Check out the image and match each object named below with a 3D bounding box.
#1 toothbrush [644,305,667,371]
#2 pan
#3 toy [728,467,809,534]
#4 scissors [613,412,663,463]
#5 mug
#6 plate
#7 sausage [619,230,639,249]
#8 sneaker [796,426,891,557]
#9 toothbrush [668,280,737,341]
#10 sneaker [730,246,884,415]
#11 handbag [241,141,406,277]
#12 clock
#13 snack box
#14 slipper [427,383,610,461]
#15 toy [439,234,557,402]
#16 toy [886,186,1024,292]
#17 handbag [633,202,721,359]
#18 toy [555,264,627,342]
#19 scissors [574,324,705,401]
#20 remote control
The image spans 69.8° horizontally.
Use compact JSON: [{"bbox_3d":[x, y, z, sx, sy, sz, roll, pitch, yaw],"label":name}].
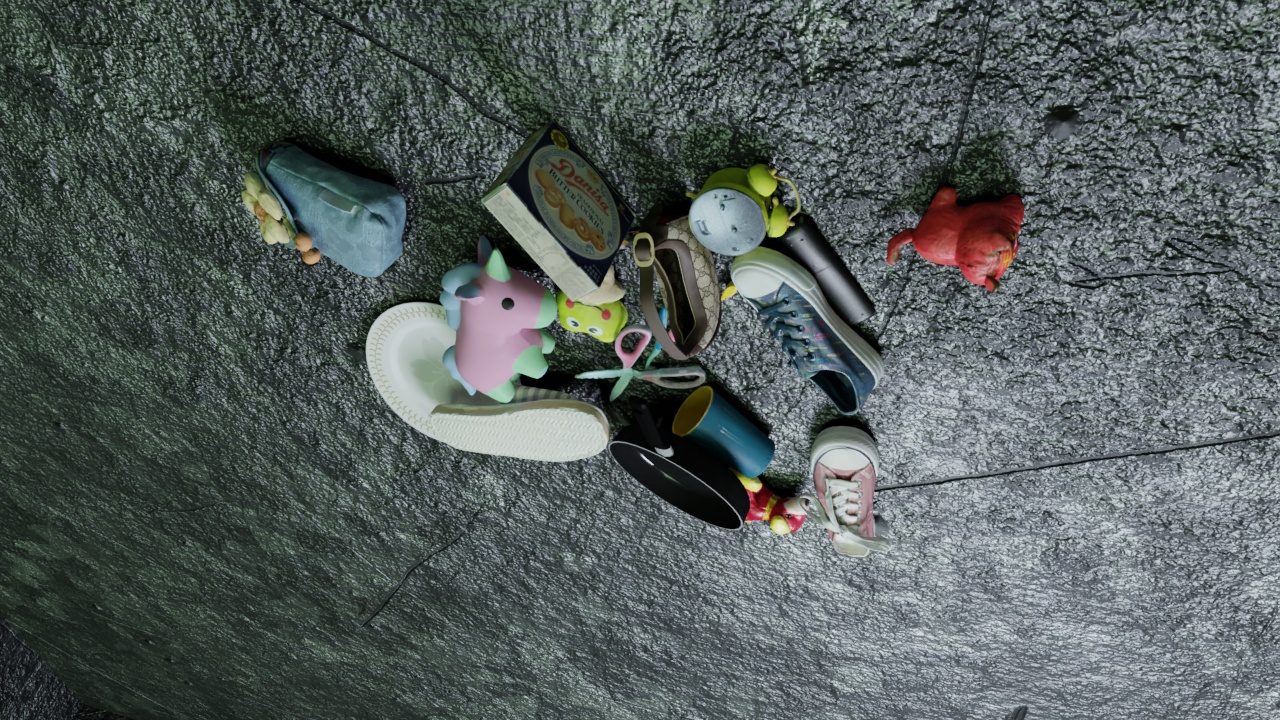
[{"bbox_3d":[0.022,-0.021,1.147,0.017,0.022,0.135,12,139,-2],"label":"toothbrush"},{"bbox_3d":[0.038,0.116,1.144,0.204,0.044,0.356,25,159,24],"label":"pan"},{"bbox_3d":[0.161,0.197,1.271,0.137,0.067,0.106,25,143,10],"label":"toy"},{"bbox_3d":[0.021,0.129,1.294,0.175,0.014,0.142,37,137,-16],"label":"scissors"},{"bbox_3d":[0.111,0.097,1.188,0.121,0.078,0.078,35,135,-19],"label":"mug"},{"bbox_3d":[-0.275,0.020,1.292,0.243,0.016,0.243,10,126,15],"label":"plate"},{"bbox_3d":[-0.050,-0.136,1.067,0.155,0.020,0.020,-3,130,24],"label":"sausage"},{"bbox_3d":[0.267,0.189,1.197,0.118,0.087,0.241,1,132,21],"label":"sneaker"},{"bbox_3d":[0.073,-0.058,1.096,0.021,0.016,0.136,35,137,-15],"label":"toothbrush"},{"bbox_3d":[0.178,-0.027,1.025,0.235,0.079,0.088,42,147,-22],"label":"sneaker"},{"bbox_3d":[-0.383,-0.171,1.099,0.192,0.118,0.122,27,136,4],"label":"handbag"},{"bbox_3d":[0.108,-0.158,0.956,0.119,0.056,0.083,-7,127,28],"label":"clock"},{"bbox_3d":[-0.082,-0.160,0.968,0.043,0.144,0.144,-26,118,36],"label":"snack box"},{"bbox_3d":[-0.166,0.085,1.251,0.273,0.053,0.114,-3,127,24],"label":"slipper"},{"bbox_3d":[-0.192,-0.039,1.145,0.171,0.119,0.223,37,129,-22],"label":"toy"},{"bbox_3d":[0.303,-0.113,0.895,0.133,0.093,0.088,-3,130,26],"label":"toy"},{"bbox_3d":[0.037,-0.083,0.994,0.063,0.138,0.167,-4,120,23],"label":"handbag"},{"bbox_3d":[-0.058,-0.076,1.111,0.092,0.043,0.118,19,134,6],"label":"toy"},{"bbox_3d":[0.005,0.015,1.168,0.168,0.014,0.171,17,142,-11],"label":"scissors"},{"bbox_3d":[0.203,-0.094,1.004,0.041,0.020,0.152,-24,122,37],"label":"remote control"}]
